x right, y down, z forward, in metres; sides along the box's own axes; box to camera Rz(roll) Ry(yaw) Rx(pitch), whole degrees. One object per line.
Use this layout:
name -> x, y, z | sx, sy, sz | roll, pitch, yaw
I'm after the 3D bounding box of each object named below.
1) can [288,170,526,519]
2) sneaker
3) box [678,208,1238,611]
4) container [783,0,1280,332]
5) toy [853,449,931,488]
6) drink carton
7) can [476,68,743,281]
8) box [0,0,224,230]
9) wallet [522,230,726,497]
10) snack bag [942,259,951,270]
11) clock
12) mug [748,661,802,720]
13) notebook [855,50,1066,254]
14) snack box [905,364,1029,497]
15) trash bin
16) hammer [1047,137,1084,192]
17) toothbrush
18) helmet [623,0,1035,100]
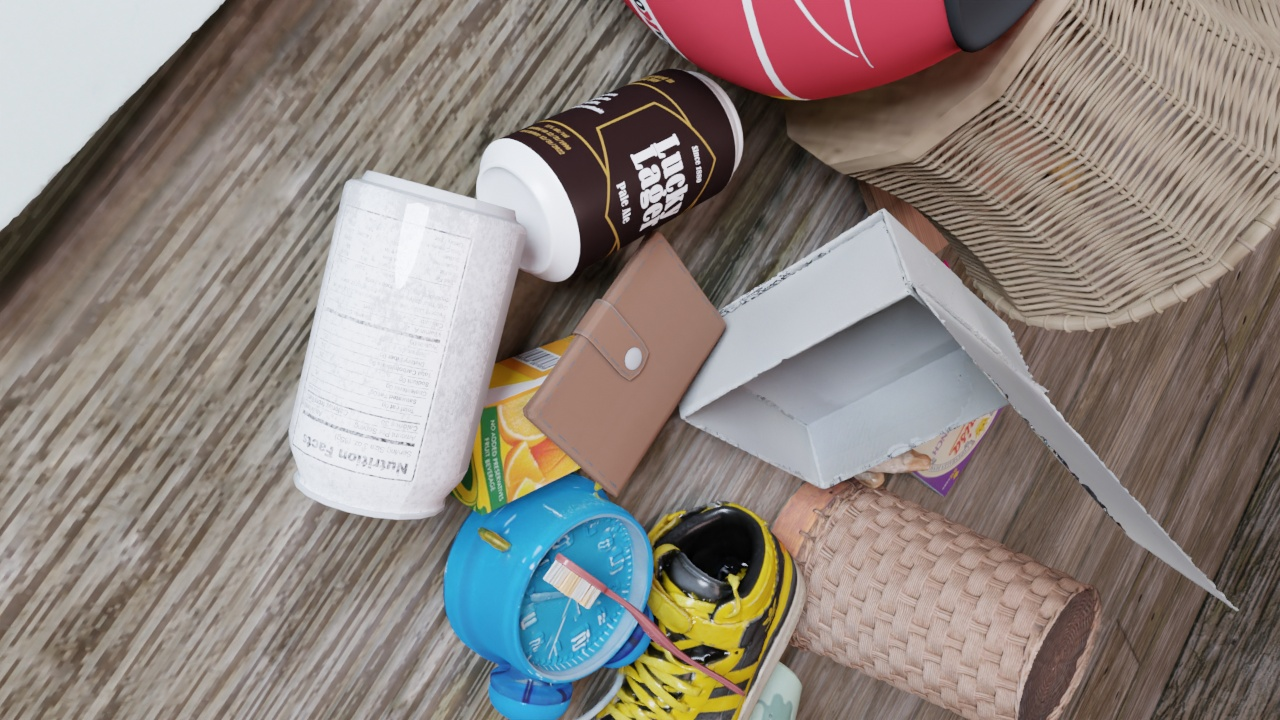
can -> -0.102, -0.007, 0.399 | 0.078, 0.078, 0.136 | 8, 100, -47
sneaker -> 0.022, 0.198, 0.600 | 0.238, 0.086, 0.122 | -52, 141, -23
box -> 0.209, 0.025, 0.474 | 0.166, 0.413, 0.149 | 27, 81, -40
container -> 0.217, -0.155, 0.517 | 0.196, 0.227, 0.227 | 22, 89, -29
toy -> 0.162, 0.043, 0.705 | 0.106, 0.074, 0.085 | 26, 54, -28
drink carton -> -0.049, 0.027, 0.494 | 0.122, 0.041, 0.058 | -23, 121, -39
can -> -0.014, -0.095, 0.458 | 0.128, 0.072, 0.072 | -33, 127, -32
box -> -0.194, -0.103, 0.287 | 0.085, 0.071, 0.198 | 41, 73, -26
wallet -> -0.003, 0.003, 0.488 | 0.120, 0.013, 0.087 | -56, 132, -17
snack bag -> 0.296, -0.013, 0.848 | 0.196, 0.016, 0.070 | 41, 74, -46
clock -> -0.045, 0.139, 0.527 | 0.116, 0.060, 0.161 | -29, 120, -36
mug -> 0.062, 0.264, 0.681 | 0.111, 0.084, 0.103 | 43, 61, -19
notebook -> 0.226, -0.182, 0.658 | 0.169, 0.022, 0.210 | -36, 133, -1
snack box -> 0.265, 0.033, 0.802 | 0.148, 0.040, 0.143 | 32, 91, -47
trash bin -> 0.215, 0.189, 0.703 | 0.151, 0.210, 0.151 | -19, 118, -39
hammer -> 0.324, -0.222, 0.783 | 0.330, 0.033, 0.132 | 21, 89, -48
toothbrush -> 0.010, 0.157, 0.518 | 0.184, 0.015, 0.015 | 44, 74, -35
helmet -> 0.060, -0.239, 0.358 | 0.197, 0.225, 0.271 | -47, 146, -25
